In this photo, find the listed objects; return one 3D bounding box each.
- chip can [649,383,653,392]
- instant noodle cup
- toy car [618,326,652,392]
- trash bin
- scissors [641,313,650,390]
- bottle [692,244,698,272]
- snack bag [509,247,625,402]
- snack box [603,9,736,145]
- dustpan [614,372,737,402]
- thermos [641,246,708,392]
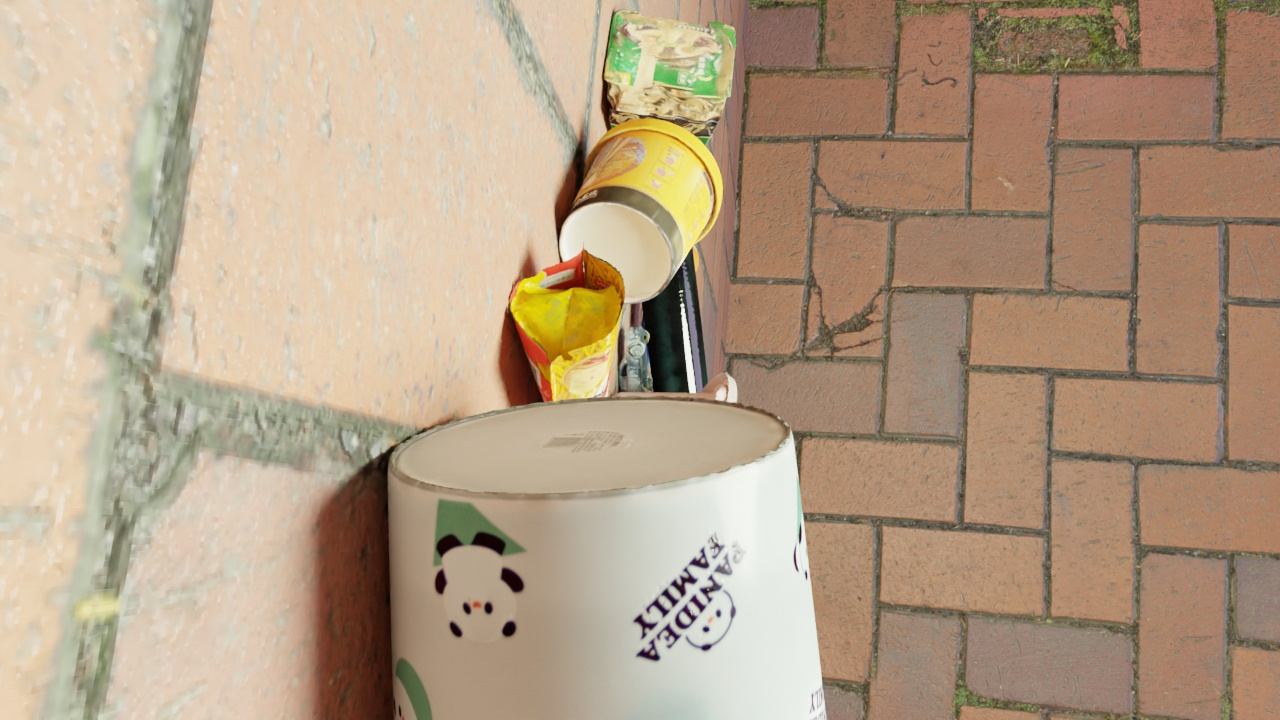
[{"bbox_3d":[0.055,0.122,1.135,0.071,0.071,0.214,79,5,-58],"label":"chip can"},{"bbox_3d":[-0.003,-0.115,0.737,0.114,0.118,0.119,-67,159,-46],"label":"instant noodle cup"},{"bbox_3d":[-0.006,0.006,1.012,0.042,0.034,0.091,-63,153,-63],"label":"toy car"},{"bbox_3d":[-0.013,0.157,0.438,0.229,0.230,0.252,-46,134,-77],"label":"trash bin"},{"bbox_3d":[0.004,0.016,1.161,0.162,0.012,0.176,-51,145,-77],"label":"scissors"},{"bbox_3d":[0.041,-0.116,1.206,0.149,0.067,0.066,86,9,-78],"label":"bottle"},{"bbox_3d":[-0.051,0.021,0.667,0.208,0.073,0.128,94,4,-54],"label":"snack bag"},{"bbox_3d":[0.022,-0.254,0.888,0.106,0.118,0.117,105,-7,-68],"label":"snack box"},{"bbox_3d":[0.027,0.145,0.936,0.222,0.139,0.274,-76,166,-53],"label":"dustpan"},{"bbox_3d":[0.031,-0.011,1.069,0.068,0.090,0.242,-6,90,-50],"label":"thermos"}]
